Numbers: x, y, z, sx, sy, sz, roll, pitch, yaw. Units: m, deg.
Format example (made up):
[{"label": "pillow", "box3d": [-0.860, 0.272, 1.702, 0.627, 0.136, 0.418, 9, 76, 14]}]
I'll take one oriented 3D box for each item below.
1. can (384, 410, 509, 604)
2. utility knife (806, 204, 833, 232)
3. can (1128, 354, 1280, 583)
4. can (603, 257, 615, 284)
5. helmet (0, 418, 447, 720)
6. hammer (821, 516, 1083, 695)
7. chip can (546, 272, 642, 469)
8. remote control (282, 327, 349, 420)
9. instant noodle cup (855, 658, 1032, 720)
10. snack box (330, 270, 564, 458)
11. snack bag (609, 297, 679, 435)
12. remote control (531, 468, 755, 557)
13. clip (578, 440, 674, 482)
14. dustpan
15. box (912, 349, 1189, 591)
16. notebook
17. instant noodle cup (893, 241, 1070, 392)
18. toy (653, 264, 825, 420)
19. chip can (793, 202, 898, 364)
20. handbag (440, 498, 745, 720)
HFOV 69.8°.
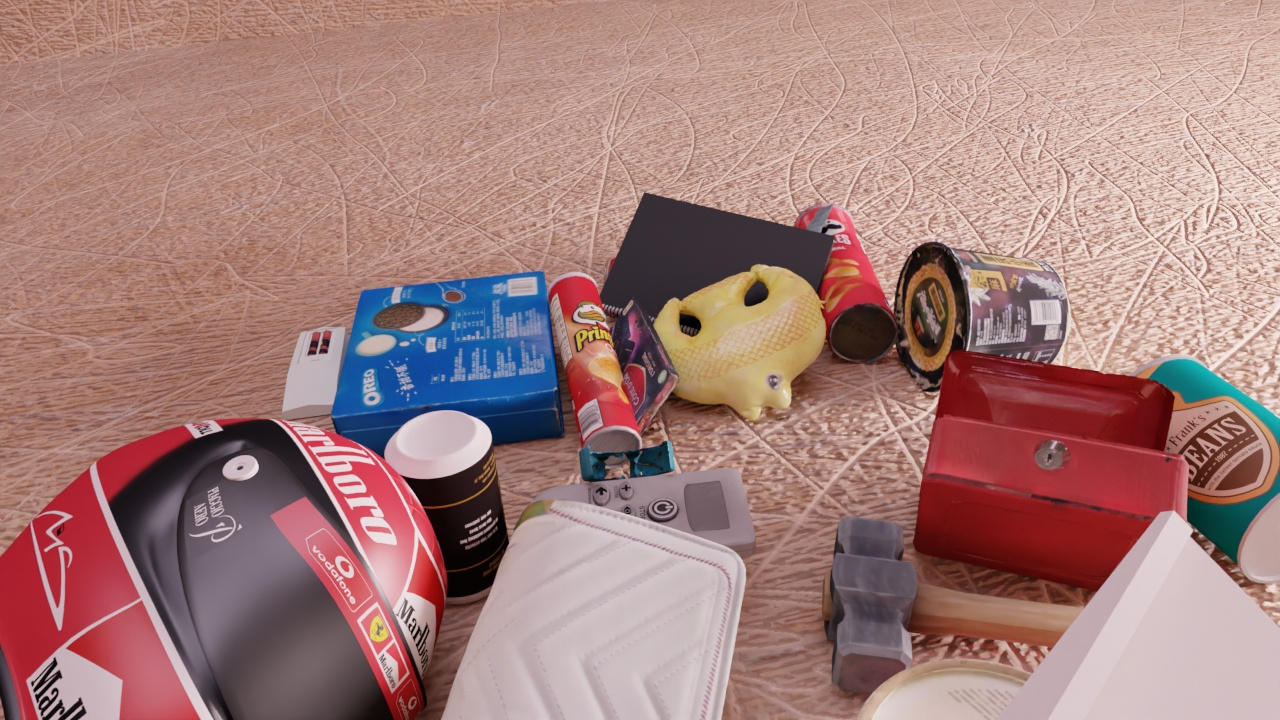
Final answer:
[{"label": "can", "box3d": [-0.133, 0.103, 0.645, 0.072, 0.129, 0.071, -2, 32, 1]}, {"label": "utility knife", "box3d": [0.155, -0.083, 0.948, 0.031, 0.015, 0.224, 10, 59, 35]}, {"label": "can", "box3d": [0.422, 0.074, 0.665, 0.099, 0.099, 0.144, -10, 33, -11]}, {"label": "can", "box3d": [0.048, -0.081, 0.978, 0.170, 0.067, 0.067, 2, 33, 8]}, {"label": "helmet", "box3d": [-0.222, 0.146, 0.523, 0.224, 0.198, 0.271, -29, 44, -27]}, {"label": "hammer", "box3d": [0.279, 0.170, 0.580, 0.323, 0.051, 0.117, 5, 35, 9]}, {"label": "chip can", "box3d": [-0.045, 0.003, 0.834, 0.051, 0.052, 0.214, -9, 43, -8]}, {"label": "remote control", "box3d": [-0.323, 0.006, 0.916, 0.049, 0.024, 0.143, -8, 32, -7]}, {"label": "instant noodle cup", "box3d": [0.174, 0.229, 0.464, 0.178, 0.078, 0.178, -2, 32, 1]}, {"label": "snack box", "box3d": [-0.180, -0.003, 0.888, 0.195, 0.056, 0.238, -7, 33, -5]}, {"label": "snack bag", "box3d": [-0.005, 0.005, 0.850, 0.018, 0.075, 0.155, 24, 21, -27]}, {"label": "remote control", "box3d": [-0.001, 0.108, 0.626, 0.151, 0.019, 0.074, -6, 35, -1]}, {"label": "clip", "box3d": [-0.032, 0.081, 0.688, 0.121, 0.031, 0.130, -4, -12, -29]}, {"label": "dustpan", "box3d": [0.226, 0.218, 0.369, 0.257, 0.053, 0.191, -42, 86, -16]}, {"label": "box", "box3d": [0.273, 0.088, 0.624, 0.157, 0.147, 0.155, 8, 16, 17]}, {"label": "notebook", "box3d": [0.075, -0.086, 0.930, 0.207, 0.016, 0.148, 16, 67, 15]}, {"label": "instant noodle cup", "box3d": [0.313, -0.039, 0.841, 0.112, 0.137, 0.137, 0, 31, -11]}, {"label": "toy", "box3d": [0.094, -0.017, 0.851, 0.170, 0.065, 0.154, -21, 57, 3]}, {"label": "chip can", "box3d": [0.211, -0.087, 0.967, 0.073, 0.073, 0.232, -2, 33, 2]}, {"label": "handbag", "box3d": [-0.031, 0.186, 0.500, 0.142, 0.096, 0.198, 17, 48, 3]}]
